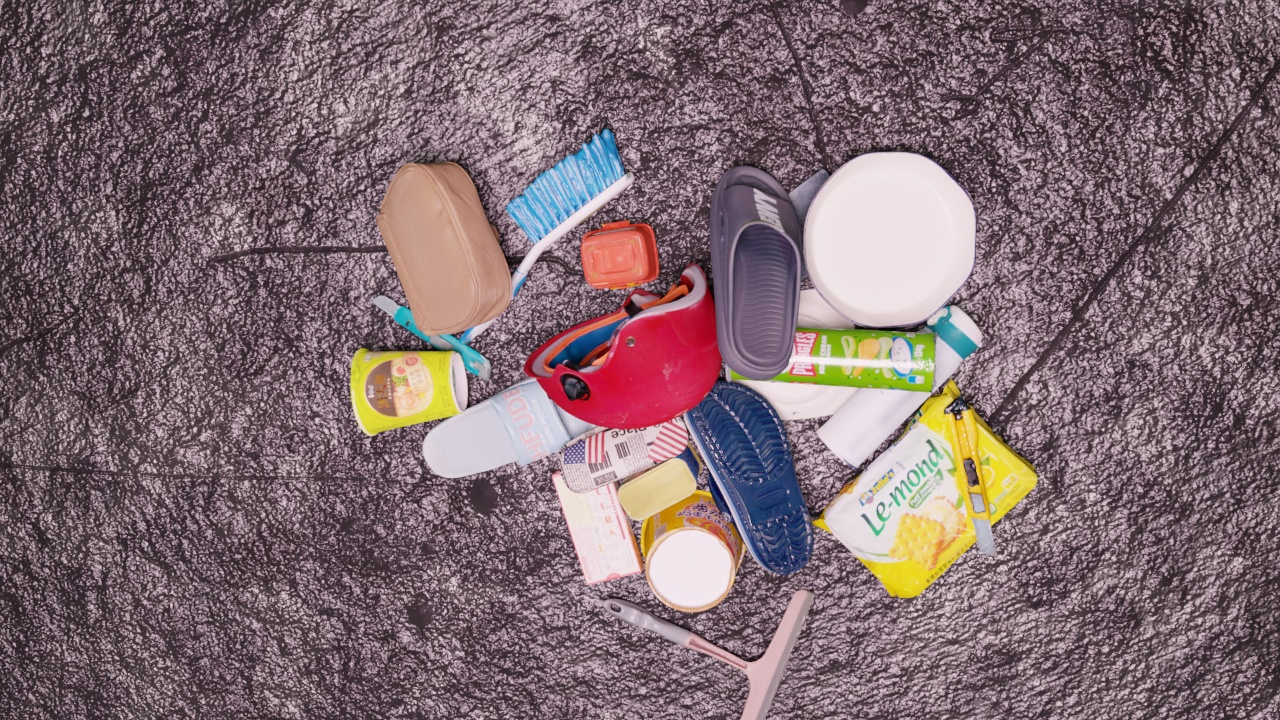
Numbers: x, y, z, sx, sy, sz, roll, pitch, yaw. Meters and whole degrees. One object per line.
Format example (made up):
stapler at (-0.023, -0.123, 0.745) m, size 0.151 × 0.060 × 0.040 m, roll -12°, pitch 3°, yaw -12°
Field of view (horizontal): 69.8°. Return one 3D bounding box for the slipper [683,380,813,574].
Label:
slipper at (0.134, 0.141, 1.135) m, size 0.105 × 0.095 × 0.253 m, roll -25°, pitch 89°, yaw -22°

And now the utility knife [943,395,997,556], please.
utility knife at (0.390, 0.139, 1.074) m, size 0.033 × 0.015 × 0.202 m, roll -14°, pitch 99°, yaw 10°

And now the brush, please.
brush at (-0.135, -0.149, 1.137) m, size 0.315 × 0.060 × 0.109 m, roll -35°, pitch 98°, yaw 13°

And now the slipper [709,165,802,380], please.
slipper at (0.141, -0.112, 1.026) m, size 0.110 × 0.083 × 0.267 m, roll 9°, pitch 66°, yaw -15°

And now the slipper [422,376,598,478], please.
slipper at (-0.169, 0.088, 1.167) m, size 0.246 × 0.074 × 0.104 m, roll -20°, pitch 96°, yaw 10°

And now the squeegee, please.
squeegee at (0.067, 0.369, 1.207) m, size 0.249 × 0.040 × 0.247 m, roll 23°, pitch 86°, yaw 8°

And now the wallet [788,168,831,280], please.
wallet at (0.202, -0.160, 1.113) m, size 0.121 × 0.019 × 0.097 m, roll -36°, pitch 94°, yaw 8°

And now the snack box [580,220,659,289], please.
snack box at (-0.027, -0.127, 1.111) m, size 0.091 × 0.080 × 0.082 m, roll -8°, pitch 98°, yaw 8°

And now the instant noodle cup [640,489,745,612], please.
instant noodle cup at (0.065, 0.242, 1.149) m, size 0.138 × 0.109 × 0.138 m, roll 1°, pitch 100°, yaw 5°

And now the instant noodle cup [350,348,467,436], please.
instant noodle cup at (-0.286, 0.033, 1.155) m, size 0.123 × 0.111 × 0.112 m, roll -7°, pitch 99°, yaw 3°

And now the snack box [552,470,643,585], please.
snack box at (-0.055, 0.210, 1.198) m, size 0.077 × 0.027 × 0.156 m, roll -16°, pitch 97°, yaw 9°

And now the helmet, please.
helmet at (-0.006, 0.006, 1.074) m, size 0.241 × 0.206 × 0.144 m, roll -22°, pitch 106°, yaw 33°

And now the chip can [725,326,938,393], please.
chip can at (0.219, -0.005, 1.059) m, size 0.236 × 0.072 × 0.072 m, roll 3°, pitch 100°, yaw 14°

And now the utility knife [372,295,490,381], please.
utility knife at (-0.269, -0.031, 1.188) m, size 0.182 × 0.013 × 0.029 m, roll 33°, pitch 102°, yaw 0°

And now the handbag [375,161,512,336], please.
handbag at (-0.235, -0.133, 1.109) m, size 0.148 × 0.099 × 0.204 m, roll -27°, pitch 82°, yaw 38°

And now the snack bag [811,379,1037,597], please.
snack bag at (0.348, 0.163, 1.125) m, size 0.158 × 0.068 × 0.247 m, roll 42°, pitch 100°, yaw -3°

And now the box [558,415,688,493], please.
box at (-0.020, 0.112, 1.127) m, size 0.162 × 0.086 × 0.076 m, roll -20°, pitch 139°, yaw 1°

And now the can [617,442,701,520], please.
can at (0.024, 0.150, 1.151) m, size 0.102 × 0.083 × 0.057 m, roll -30°, pitch 95°, yaw 10°

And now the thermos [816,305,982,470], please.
thermos at (0.313, 0.029, 1.106) m, size 0.073 × 0.073 × 0.224 m, roll 42°, pitch 101°, yaw -2°

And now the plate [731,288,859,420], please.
plate at (0.186, -0.004, 1.132) m, size 0.164 × 0.034 × 0.163 m, roll -7°, pitch 99°, yaw 8°

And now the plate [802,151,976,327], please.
plate at (0.289, -0.141, 1.080) m, size 0.205 × 0.045 × 0.205 m, roll 0°, pitch 94°, yaw -2°
